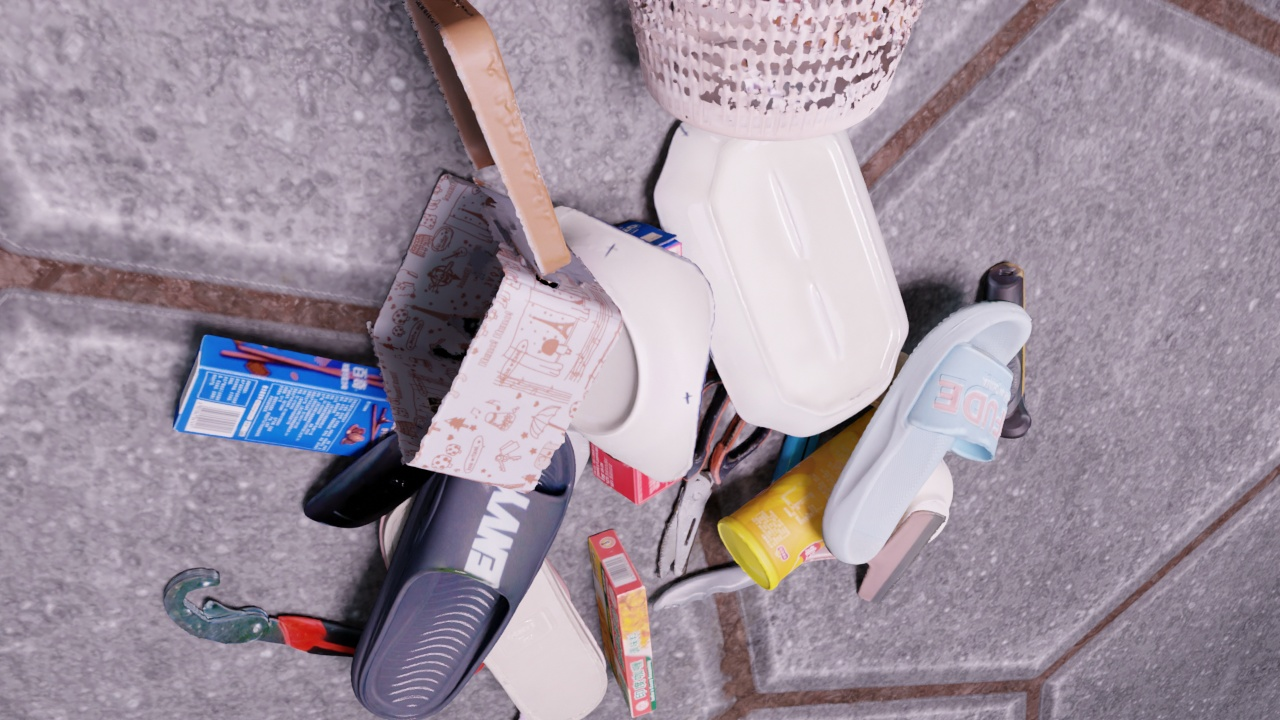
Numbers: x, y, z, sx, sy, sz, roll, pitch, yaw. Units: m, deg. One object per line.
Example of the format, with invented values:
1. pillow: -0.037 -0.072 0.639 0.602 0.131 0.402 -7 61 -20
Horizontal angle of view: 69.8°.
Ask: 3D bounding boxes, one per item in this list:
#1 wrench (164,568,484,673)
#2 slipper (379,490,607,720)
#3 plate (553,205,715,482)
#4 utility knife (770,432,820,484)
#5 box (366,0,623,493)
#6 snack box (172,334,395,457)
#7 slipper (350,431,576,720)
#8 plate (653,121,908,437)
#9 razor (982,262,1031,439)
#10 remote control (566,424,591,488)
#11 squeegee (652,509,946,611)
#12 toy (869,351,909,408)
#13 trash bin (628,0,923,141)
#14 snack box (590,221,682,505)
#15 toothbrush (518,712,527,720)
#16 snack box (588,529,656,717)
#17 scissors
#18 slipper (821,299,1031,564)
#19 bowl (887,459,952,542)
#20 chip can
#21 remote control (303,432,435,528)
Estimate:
1. wrench: -0.243 0.221 0.738 0.273 0.016 0.056 27 106 -33
2. slipper: -0.115 0.199 0.755 0.114 0.054 0.274 -35 117 -6
3. plate: -0.028 -0.008 0.606 0.034 0.164 0.164 -21 128 -41
4. utility knife: 0.151 0.038 0.801 0.034 0.018 0.217 1 117 -23
5. box: -0.090 -0.074 0.527 0.125 0.178 0.274 -5 122 -21
6. snack box: -0.215 0.030 0.607 0.157 0.026 0.085 13 143 -30
7. slipper: -0.122 0.159 0.663 0.110 0.083 0.268 24 97 -25
8. plate: 0.114 -0.066 0.661 0.162 0.034 0.266 -27 109 -13
9. razor: 0.329 -0.008 0.836 0.067 0.062 0.168 -35 127 -40
10. remote control: -0.103 0.067 0.704 0.135 0.019 0.056 11 114 -29
11. squeegee: 0.131 0.198 0.865 0.249 0.040 0.248 -9 150 -6
12. toy: 0.154 -0.001 0.739 0.157 0.066 0.105 21 115 -17
13. trash bin: 0.076 -0.238 0.498 0.227 0.227 0.192 -16 136 -15
14. snack box: -0.004 0.004 0.676 0.058 0.057 0.208 -26 129 -33
15. toothbrush: -0.121 0.360 0.874 0.029 0.020 0.190 -20 135 -53
16. snack box: -0.015 0.232 0.807 0.027 0.077 0.156 -15 124 -15
17. scissors: 0.065 0.102 0.802 0.196 0.015 0.206 -31 127 -5
18. slipper: 0.231 0.060 0.715 0.104 0.074 0.245 32 92 -49
19. bowl: 0.249 0.135 0.871 0.116 0.066 0.117 -11 123 -17
20. chip can: 0.170 0.107 0.794 0.213 0.072 0.072 -35 127 -15
21. remote control: -0.188 0.091 0.649 0.137 0.024 0.053 -36 137 29
